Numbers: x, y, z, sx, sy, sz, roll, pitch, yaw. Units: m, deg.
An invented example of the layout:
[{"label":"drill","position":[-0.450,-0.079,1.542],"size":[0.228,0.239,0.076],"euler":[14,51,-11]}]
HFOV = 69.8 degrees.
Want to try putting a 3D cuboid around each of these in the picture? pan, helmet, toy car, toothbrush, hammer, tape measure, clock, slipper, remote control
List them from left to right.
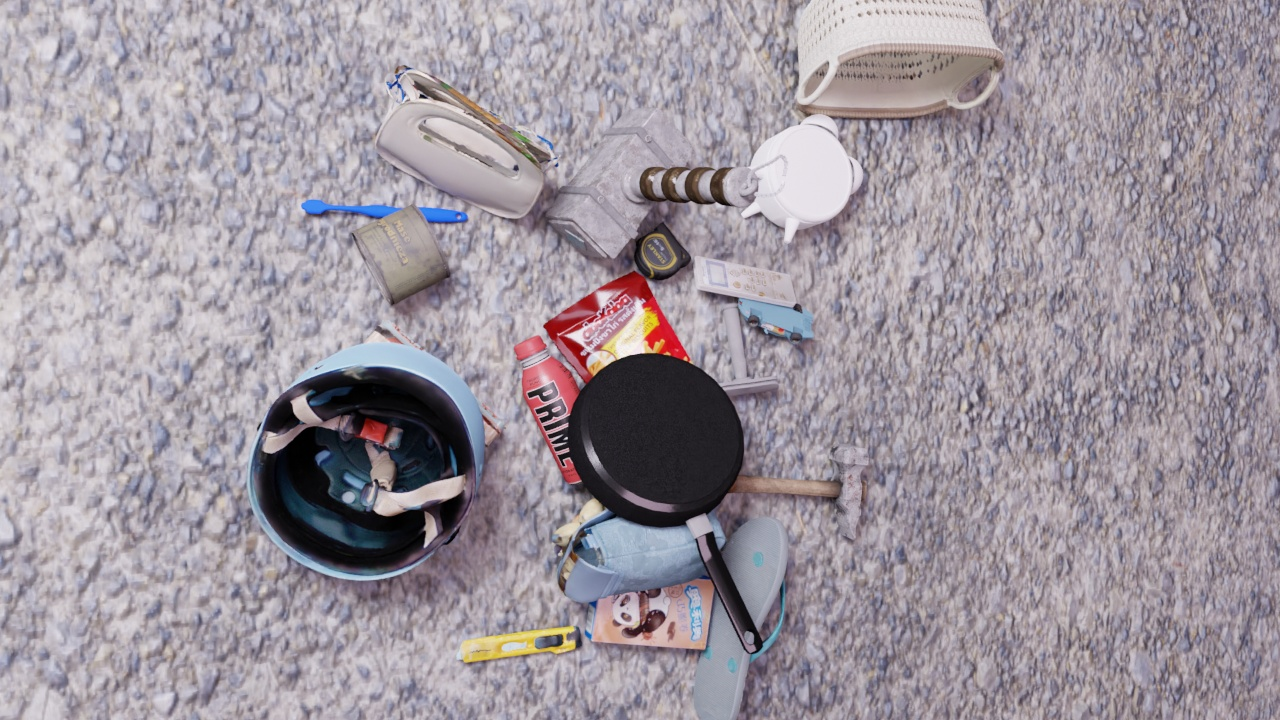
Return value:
[{"label":"helmet","position":[-0.272,0.099,0.955],"size":[0.225,0.166,0.266],"euler":[36,108,-10]},{"label":"toothbrush","position":[-0.288,-0.168,1.039],"size":[0.182,0.018,0.016],"euler":[1,90,-21]},{"label":"tape measure","position":[0.022,-0.129,1.128],"size":[0.061,0.034,0.061],"euler":[-36,89,-19]},{"label":"hammer","position":[0.036,-0.188,0.982],"size":[0.079,0.327,0.176],"euler":[43,77,-31]},{"label":"pan","position":[0.053,0.149,1.010],"size":[0.203,0.044,0.355],"euler":[-18,71,-25]},{"label":"slipper","position":[0.128,0.321,1.145],"size":[0.054,0.098,0.269],"euler":[15,93,-42]},{"label":"remote control","position":[0.132,-0.100,1.161],"size":[0.135,0.011,0.050],"euler":[9,50,-18]},{"label":"hammer","position":[0.144,0.159,1.165],"size":[0.318,0.049,0.121],"euler":[5,91,-16]},{"label":"toy car","position":[0.168,-0.054,1.172],"size":[0.107,0.028,0.060],"euler":[20,49,-13]},{"label":"clock","position":[0.203,-0.233,1.175],"size":[0.160,0.073,0.125],"euler":[-38,101,-21]}]

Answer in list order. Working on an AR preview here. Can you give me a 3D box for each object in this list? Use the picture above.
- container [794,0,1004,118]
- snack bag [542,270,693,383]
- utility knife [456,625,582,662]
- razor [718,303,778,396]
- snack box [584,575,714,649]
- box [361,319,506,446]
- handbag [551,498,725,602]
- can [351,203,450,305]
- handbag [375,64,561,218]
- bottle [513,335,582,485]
[{"label":"container","position":[0.316,-0.391,1.152],"size":[0.246,0.185,0.142],"euler":[-3,81,-19]},{"label":"snack bag","position":[-0.007,0.007,1.120],"size":[0.138,0.067,0.208],"euler":[-34,91,-10]},{"label":"utility knife","position":[-0.142,0.337,1.087],"size":[0.151,0.017,0.030],"euler":[-3,82,-15]},{"label":"razor","position":[0.122,-0.014,1.160],"size":[0.088,0.047,0.116],"euler":[-7,85,-18]},{"label":"snack box","position":[0.012,0.303,1.125],"size":[0.151,0.034,0.087],"euler":[10,87,-18]},{"label":"box","position":[-0.235,0.033,1.038],"size":[0.187,0.056,0.059],"euler":[42,119,-13]},{"label":"handbag","position":[-0.006,0.204,1.056],"size":[0.191,0.122,0.118],"euler":[-9,57,-20]},{"label":"can","position":[-0.261,-0.116,1.006],"size":[0.074,0.090,0.090],"euler":[-29,99,-16]},{"label":"handbag","position":[-0.180,-0.242,0.977],"size":[0.200,0.200,0.093],"euler":[25,78,-19]},{"label":"bottle","position":[-0.096,0.055,1.075],"size":[0.062,0.062,0.176],"euler":[-28,98,-16]}]
